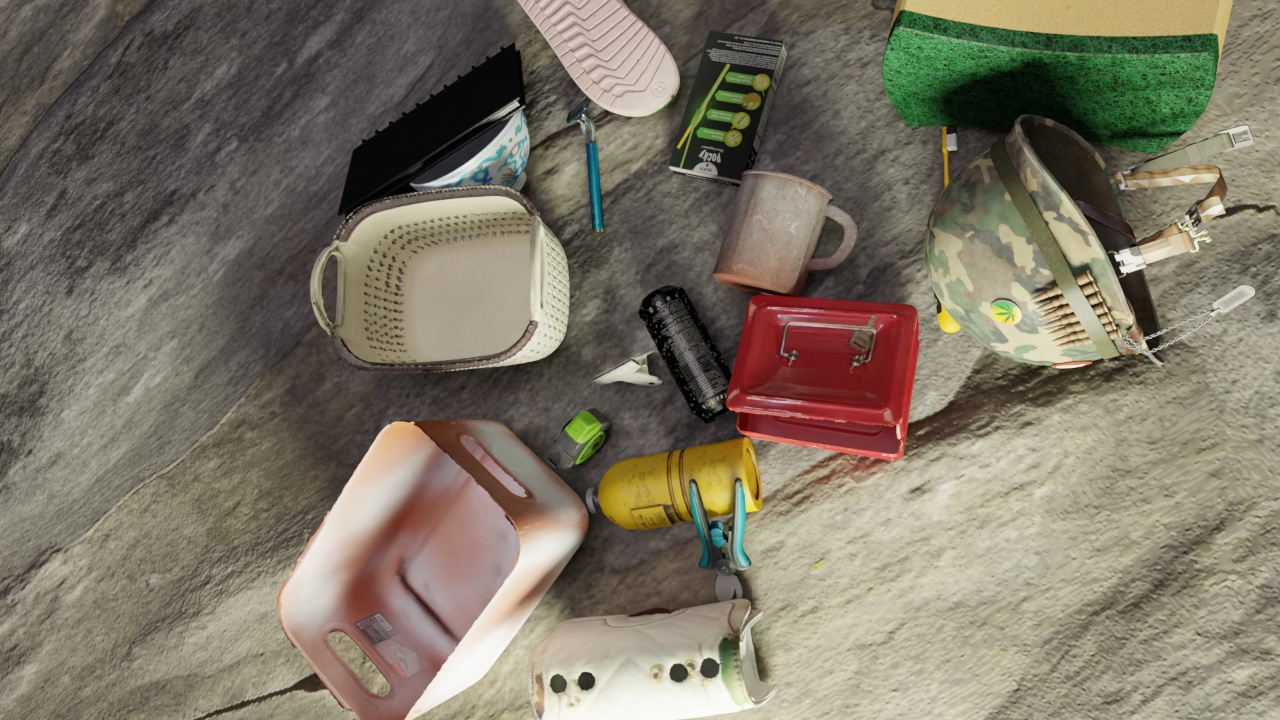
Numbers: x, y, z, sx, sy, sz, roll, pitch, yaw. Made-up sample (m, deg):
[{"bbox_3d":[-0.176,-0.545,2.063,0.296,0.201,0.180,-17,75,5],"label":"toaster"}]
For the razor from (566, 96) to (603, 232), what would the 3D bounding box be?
[{"bbox_3d":[-0.053,-0.207,0.984,0.042,0.022,0.144,-20,77,56],"label":"razor"}]

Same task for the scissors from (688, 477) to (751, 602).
[{"bbox_3d":[0.072,0.165,0.841,0.150,0.019,0.130,37,117,-11],"label":"scissors"}]

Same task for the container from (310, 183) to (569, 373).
[{"bbox_3d":[-0.191,-0.072,0.946,0.252,0.143,0.184,-4,79,19],"label":"container"}]

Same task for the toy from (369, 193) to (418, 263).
[{"bbox_3d":[-0.294,-0.153,1.039,0.099,0.053,0.095,14,80,16],"label":"toy"}]

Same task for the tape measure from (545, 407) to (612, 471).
[{"bbox_3d":[-0.061,0.077,0.922,0.036,0.058,0.066,41,98,21],"label":"tape measure"}]

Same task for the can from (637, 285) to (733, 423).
[{"bbox_3d":[0.048,-0.008,0.900,0.054,0.054,0.137,-32,73,12],"label":"can"}]

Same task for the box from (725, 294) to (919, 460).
[{"bbox_3d":[0.171,0.016,0.841,0.158,0.117,0.135,7,69,23],"label":"box"}]

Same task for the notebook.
[{"bbox_3d":[-0.227,-0.254,1.002,0.232,0.019,0.169,-29,37,13],"label":"notebook"}]

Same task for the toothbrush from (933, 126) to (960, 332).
[{"bbox_3d":[0.285,-0.123,0.848,0.031,0.031,0.196,-4,79,32],"label":"toothbrush"}]

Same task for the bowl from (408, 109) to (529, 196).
[{"bbox_3d":[-0.170,-0.208,0.982,0.144,0.074,0.143,-24,37,19],"label":"bowl"}]

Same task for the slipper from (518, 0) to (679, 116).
[{"bbox_3d":[-0.053,-0.353,0.983,0.094,0.064,0.239,-42,84,13],"label":"slipper"}]

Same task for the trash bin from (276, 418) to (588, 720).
[{"bbox_3d":[-0.191,0.193,0.881,0.181,0.157,0.260,40,107,20],"label":"trash bin"}]

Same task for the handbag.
[{"bbox_3d":[0.012,0.273,0.825,0.199,0.142,0.096,-11,76,16],"label":"handbag"}]

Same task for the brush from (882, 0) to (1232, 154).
[{"bbox_3d":[0.335,-0.256,0.763,0.250,0.195,0.075,13,86,20],"label":"brush"}]

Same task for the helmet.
[{"bbox_3d":[0.357,-0.094,0.729,0.224,0.192,0.237,43,129,-2],"label":"helmet"}]

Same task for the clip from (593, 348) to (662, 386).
[{"bbox_3d":[-0.006,0.005,0.920,0.054,0.102,0.040,1,78,-26],"label":"clip"}]

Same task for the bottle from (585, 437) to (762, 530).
[{"bbox_3d":[0.028,0.122,0.878,0.164,0.071,0.071,-12,78,17],"label":"bottle"}]

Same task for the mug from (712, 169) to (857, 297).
[{"bbox_3d":[0.139,-0.112,0.865,0.123,0.096,0.110,17,94,26],"label":"mug"}]

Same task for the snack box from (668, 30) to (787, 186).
[{"bbox_3d":[0.089,-0.257,0.939,0.080,0.025,0.147,16,87,20],"label":"snack box"}]
